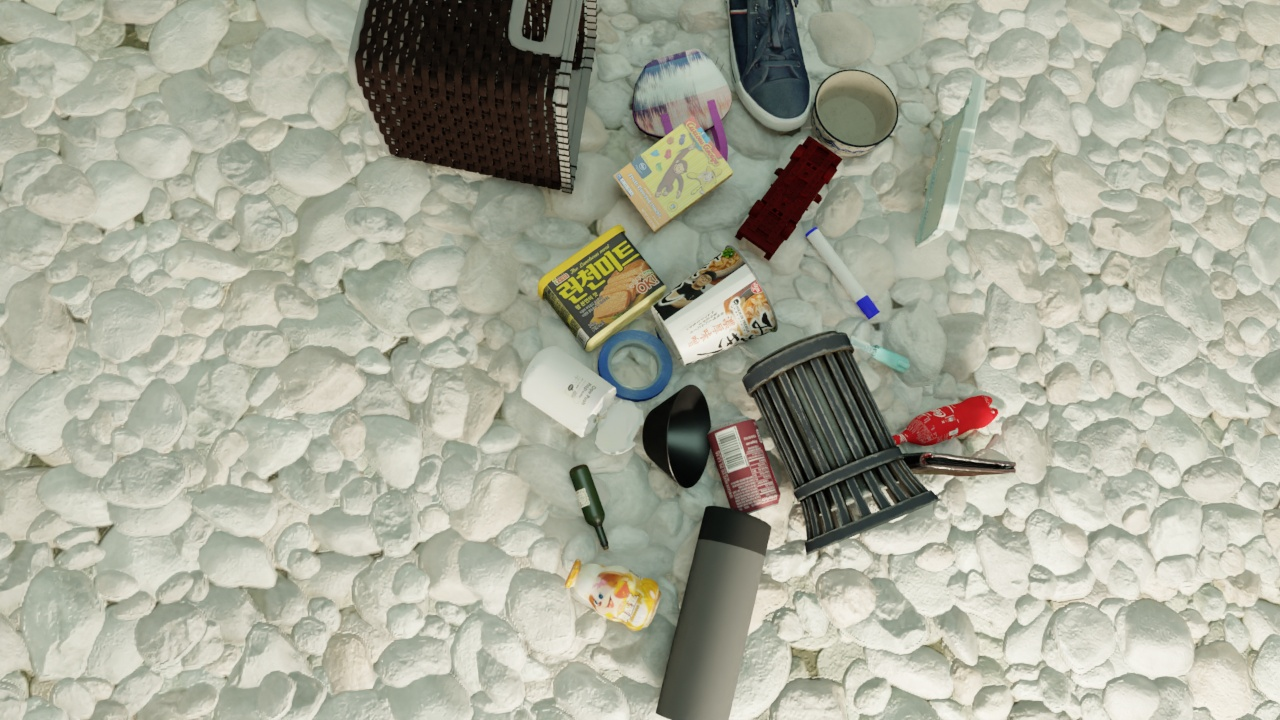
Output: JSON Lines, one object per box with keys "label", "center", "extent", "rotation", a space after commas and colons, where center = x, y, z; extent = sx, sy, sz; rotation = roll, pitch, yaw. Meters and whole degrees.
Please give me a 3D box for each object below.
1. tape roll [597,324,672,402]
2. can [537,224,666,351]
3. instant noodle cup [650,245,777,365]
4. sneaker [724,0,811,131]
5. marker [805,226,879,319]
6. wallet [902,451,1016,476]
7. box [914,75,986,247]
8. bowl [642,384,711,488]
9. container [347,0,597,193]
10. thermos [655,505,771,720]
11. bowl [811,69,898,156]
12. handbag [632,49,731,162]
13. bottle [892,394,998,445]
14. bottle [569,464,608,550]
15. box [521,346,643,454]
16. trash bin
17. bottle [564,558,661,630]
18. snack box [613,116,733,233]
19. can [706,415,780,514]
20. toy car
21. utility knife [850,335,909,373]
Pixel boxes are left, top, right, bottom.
{"label": "tape roll", "center": [-0.007, 0.007, 1.161], "extent": [0.093, 0.016, 0.091], "rotation": [-17, 78, -10]}
{"label": "can", "center": [-0.047, -0.089, 1.154], "extent": [0.130, 0.073, 0.101], "rotation": [-37, 85, -13]}
{"label": "instant noodle cup", "center": [0.086, -0.060, 1.142], "extent": [0.121, 0.124, 0.123], "rotation": [-30, 81, -3]}
{"label": "sneaker", "center": [0.182, -0.462, 1.245], "extent": [0.120, 0.127, 0.294], "rotation": [-9, 79, -7]}
{"label": "marker", "center": [0.268, -0.116, 1.219], "extent": [0.020, 0.020, 0.141], "rotation": [-33, 81, -13]}
{"label": "wallet", "center": [0.383, 0.127, 1.129], "extent": [0.120, 0.099, 0.031], "rotation": [5, 82, -4]}
{"label": "box", "center": [0.412, -0.257, 1.208], "extent": [0.043, 0.136, 0.197], "rotation": [17, 75, 4]}
{"label": "bowl", "center": [0.037, 0.091, 1.113], "extent": [0.053, 0.124, 0.124], "rotation": [1, 73, 28]}
{"label": "container", "center": [-0.190, -0.376, 1.125], "extent": [0.243, 0.246, 0.247], "rotation": [8, 75, -1]}
{"label": "thermos", "center": [0.087, 0.296, 1.064], "extent": [0.082, 0.082, 0.240], "rotation": [16, 75, -2]}
{"label": "bowl", "center": [0.286, -0.331, 1.254], "extent": [0.115, 0.059, 0.115], "rotation": [1, 76, -6]}
{"label": "handbag", "center": [0.067, -0.320, 1.233], "extent": [0.144, 0.068, 0.170], "rotation": [-18, 85, -9]}
{"label": "bottle", "center": [0.386, 0.081, 1.170], "extent": [0.141, 0.042, 0.042], "rotation": [-17, 78, -10]}
{"label": "bottle", "center": [-0.059, 0.178, 1.108], "extent": [0.025, 0.025, 0.106], "rotation": [-18, 78, -10]}
{"label": "box", "center": [-0.065, 0.053, 1.115], "extent": [0.161, 0.092, 0.081], "rotation": [34, 72, 11]}
{"label": "trash bin", "center": [0.227, 0.093, 1.093], "extent": [0.164, 0.164, 0.227], "rotation": [-20, 75, -10]}
{"label": "bottle", "center": [-0.033, 0.269, 1.069], "extent": [0.109, 0.063, 0.063], "rotation": [24, 75, 0]}
{"label": "snack box", "center": [0.043, -0.239, 1.189], "extent": [0.126, 0.040, 0.088], "rotation": [-36, 92, 5]}
{"label": "can", "center": [0.126, 0.129, 1.120], "extent": [0.063, 0.063, 0.114], "rotation": [-16, 78, -10]}
{"label": "toy car", "center": [0.194, -0.210, 1.213], "extent": [0.070, 0.062, 0.169], "rotation": [36, 75, 3]}
{"label": "utility knife", "center": [0.299, -0.009, 1.139], "extent": [0.015, 0.168, 0.022], "rotation": [13, 87, 39]}
